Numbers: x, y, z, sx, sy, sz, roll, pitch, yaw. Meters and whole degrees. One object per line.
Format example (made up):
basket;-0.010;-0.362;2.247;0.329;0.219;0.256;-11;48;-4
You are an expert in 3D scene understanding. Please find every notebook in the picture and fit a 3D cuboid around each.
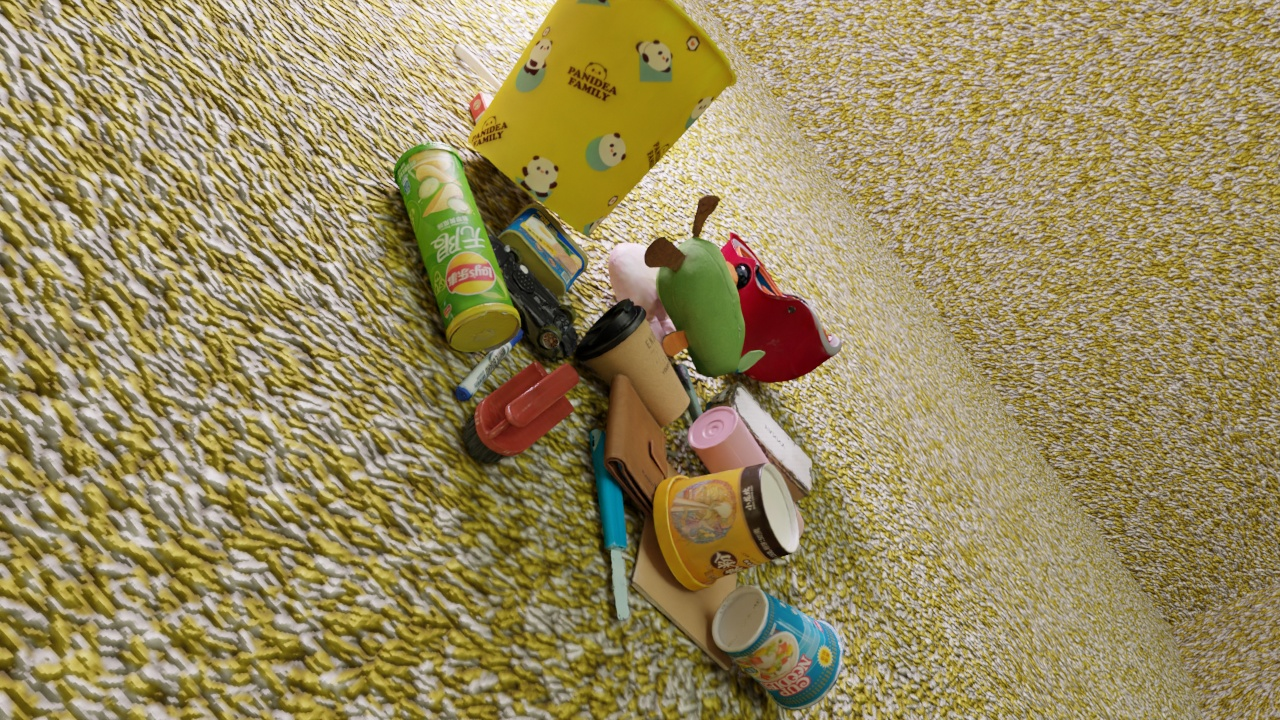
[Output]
notebook;0.054;0.209;0.985;0.148;0.008;0.207;46;27;-18

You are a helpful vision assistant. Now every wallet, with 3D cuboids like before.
wallet;-0.002;0.097;0.978;0.119;0.035;0.130;52;23;-31

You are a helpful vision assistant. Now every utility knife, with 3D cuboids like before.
utility knife;-0.028;0.157;0.896;0.034;0.018;0.217;37;29;-36

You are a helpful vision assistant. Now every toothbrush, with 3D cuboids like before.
toothbrush;-0.188;-0.362;1.223;0.180;0.016;0.016;44;23;8

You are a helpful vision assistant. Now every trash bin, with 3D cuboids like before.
trash bin;-0.054;-0.301;1.081;0.229;0.255;0.229;38;6;-5

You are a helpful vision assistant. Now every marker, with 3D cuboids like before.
marker;-0.145;0.001;0.890;0.017;0.017;0.145;49;26;-11

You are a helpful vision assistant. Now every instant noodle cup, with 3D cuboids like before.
instant noodle cup;0.091;0.163;0.933;0.118;0.115;0.118;46;33;-43
instant noodle cup;0.132;0.283;0.924;0.110;0.099;0.099;39;30;-27

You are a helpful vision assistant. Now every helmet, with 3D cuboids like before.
helmet;0.170;-0.064;1.366;0.240;0.144;0.206;52;12;27

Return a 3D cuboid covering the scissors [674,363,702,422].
scissors;0.074;0.083;1.116;0.143;0.019;0.180;68;4;-74

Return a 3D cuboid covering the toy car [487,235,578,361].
toy car;-0.124;-0.067;0.979;0.158;0.042;0.070;50;26;-11

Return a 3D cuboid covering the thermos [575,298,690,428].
thermos;-0.006;0.006;1.045;0.143;0.093;0.092;54;25;-18

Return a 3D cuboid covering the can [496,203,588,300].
can;-0.116;-0.117;1.038;0.102;0.057;0.083;48;29;-13

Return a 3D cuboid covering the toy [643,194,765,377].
toy;0.079;-0.078;1.192;0.226;0.090;0.247;-47;128;-42

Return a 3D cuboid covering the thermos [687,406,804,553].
thermos;0.132;0.149;1.081;0.198;0.067;0.087;56;2;-29

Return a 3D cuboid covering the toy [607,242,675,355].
toy;0.007;-0.079;1.205;0.121;0.054;0.159;-16;85;-63

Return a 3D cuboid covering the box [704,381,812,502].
box;0.162;0.120;1.221;0.184;0.061;0.089;49;27;-15

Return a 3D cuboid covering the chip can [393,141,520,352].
chip can;-0.184;-0.116;0.903;0.072;0.073;0.221;15;46;-53

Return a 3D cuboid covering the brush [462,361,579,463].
brush;-0.106;0.044;0.842;0.063;0.069;0.145;52;26;-2

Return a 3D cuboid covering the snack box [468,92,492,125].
snack box;-0.155;-0.291;1.218;0.155;0.027;0.077;19;42;-51
